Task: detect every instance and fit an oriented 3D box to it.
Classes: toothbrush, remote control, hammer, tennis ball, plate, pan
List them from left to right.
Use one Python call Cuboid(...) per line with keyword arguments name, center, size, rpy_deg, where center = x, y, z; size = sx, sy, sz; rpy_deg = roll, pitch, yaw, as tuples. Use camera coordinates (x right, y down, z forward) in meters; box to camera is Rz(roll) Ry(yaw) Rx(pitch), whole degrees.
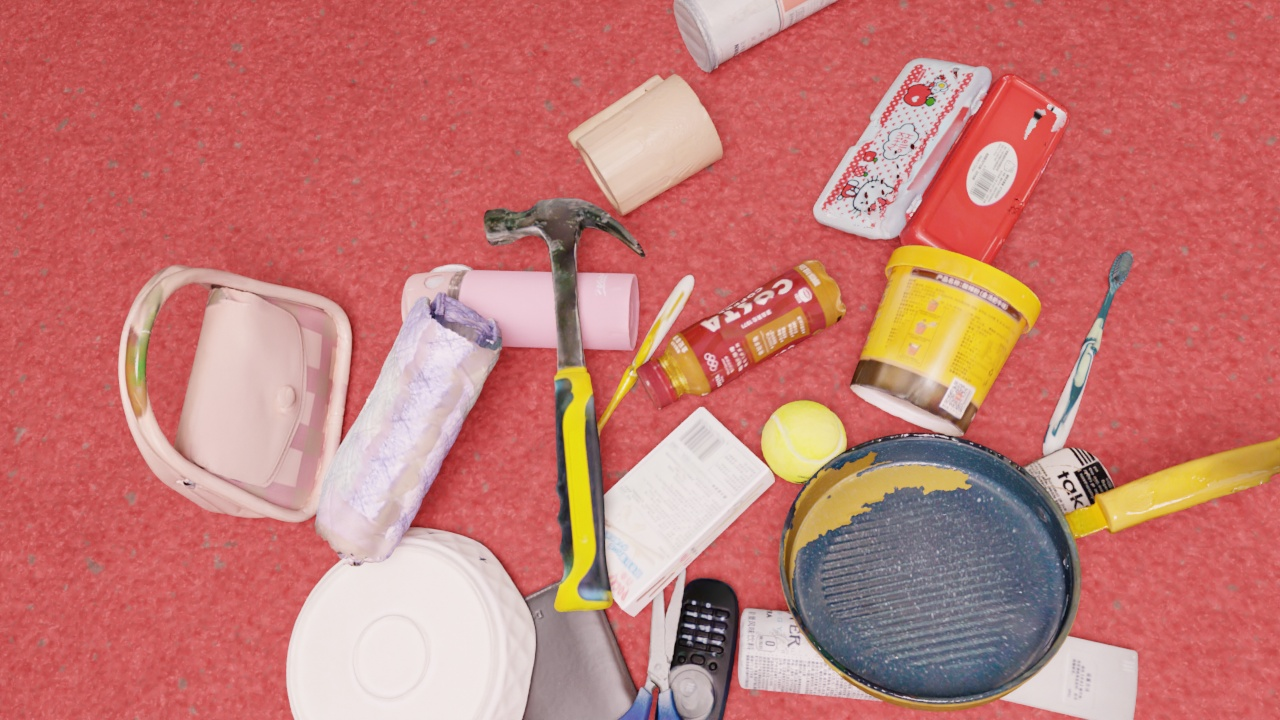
Cuboid(name="plate", center=(-0.185, 0.231, 0.715), size=(0.205, 0.045, 0.204), rpy_deg=(-4, 71, 12))
Cuboid(name="hammer", center=(-0.050, 0.028, 0.713), size=(0.126, 0.032, 0.323), rpy_deg=(-7, 78, 7))
Cuboid(name="toothbrush", center=(-0.005, 0.005, 0.781), size=(0.016, 0.018, 0.191), rpy_deg=(29, 79, 13))
Cuboid(name="remote control", center=(0.044, 0.236, 0.700), size=(0.053, 0.024, 0.136), rpy_deg=(9, 71, 13))
Cuboid(name="tennis ball", center=(0.128, 0.064, 0.721), size=(0.065, 0.065, 0.065), rpy_deg=(-2, 73, 7))
Cuboid(name="remote control", center=(0.290, 0.226, 0.674), size=(0.135, 0.019, 0.056), rpy_deg=(10, 75, 10))
Cuboid(name="pan", center=(0.271, 0.115, 0.621), size=(0.357, 0.078, 0.197), rpy_deg=(-15, 54, 6))
Cuboid(name="toothbrush", center=(0.361, -0.007, 0.736), size=(0.016, 0.018, 0.191), rpy_deg=(24, 77, 13))

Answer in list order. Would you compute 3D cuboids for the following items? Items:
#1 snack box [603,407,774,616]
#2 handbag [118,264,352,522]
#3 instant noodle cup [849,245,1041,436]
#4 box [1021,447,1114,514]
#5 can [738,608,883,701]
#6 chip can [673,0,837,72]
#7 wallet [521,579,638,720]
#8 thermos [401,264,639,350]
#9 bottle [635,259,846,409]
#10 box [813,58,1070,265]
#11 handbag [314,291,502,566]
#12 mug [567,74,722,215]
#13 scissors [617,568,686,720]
Cuboid(name="snack box", center=(0.022, 0.117, 0.728), size=(0.156, 0.027, 0.084), rpy_deg=(-43, 55, -5))
Cuboid(name="handbag", center=(-0.319, 0.017, 0.705), size=(0.093, 0.234, 0.193), rpy_deg=(1, 73, 9))
Cuboid(name="instant noodle cup", center=(0.228, -0.012, 0.708), size=(0.118, 0.118, 0.114), rpy_deg=(25, 85, 14))
Cuboid(name="box", center=(0.279, 0.120, 0.693), size=(0.164, 0.052, 0.068), rpy_deg=(-28, 89, -2))
Cuboid(name="can", center=(0.146, 0.217, 0.675), size=(0.147, 0.058, 0.058), rpy_deg=(2, 73, 8))
Cuboid(name="chip can", center=(0.141, -0.347, 0.842), size=(0.214, 0.071, 0.071), rpy_deg=(-28, 72, -2))
Cuboid(name="wallet", center=(-0.062, 0.238, 0.719), size=(0.096, 0.020, 0.122), rpy_deg=(-25, 69, 0))
Cuboid(name="thermos", center=(-0.101, -0.050, 0.792), size=(0.199, 0.067, 0.087), rpy_deg=(2, 42, 10))
Cuboid(name="bottle", center=(0.080, -0.018, 0.756), size=(0.175, 0.057, 0.057), rpy_deg=(-29, 72, -2))
Cuboid(name="box", center=(0.257, -0.169, 0.776), size=(0.161, 0.058, 0.200), rpy_deg=(29, 71, 16))
Cuboid(name="handbag", center=(-0.179, 0.046, 0.706), size=(0.075, 0.134, 0.194), rpy_deg=(25, 99, -16))
Cuboid(name="mug", center=(-0.001, -0.199, 0.818), size=(0.103, 0.084, 0.124), rpy_deg=(-33, 47, -2))
Cuboid(name="scissors", center=(0.003, 0.241, 0.688), size=(0.133, 0.012, 0.172), rpy_deg=(-28, 57, 7))
